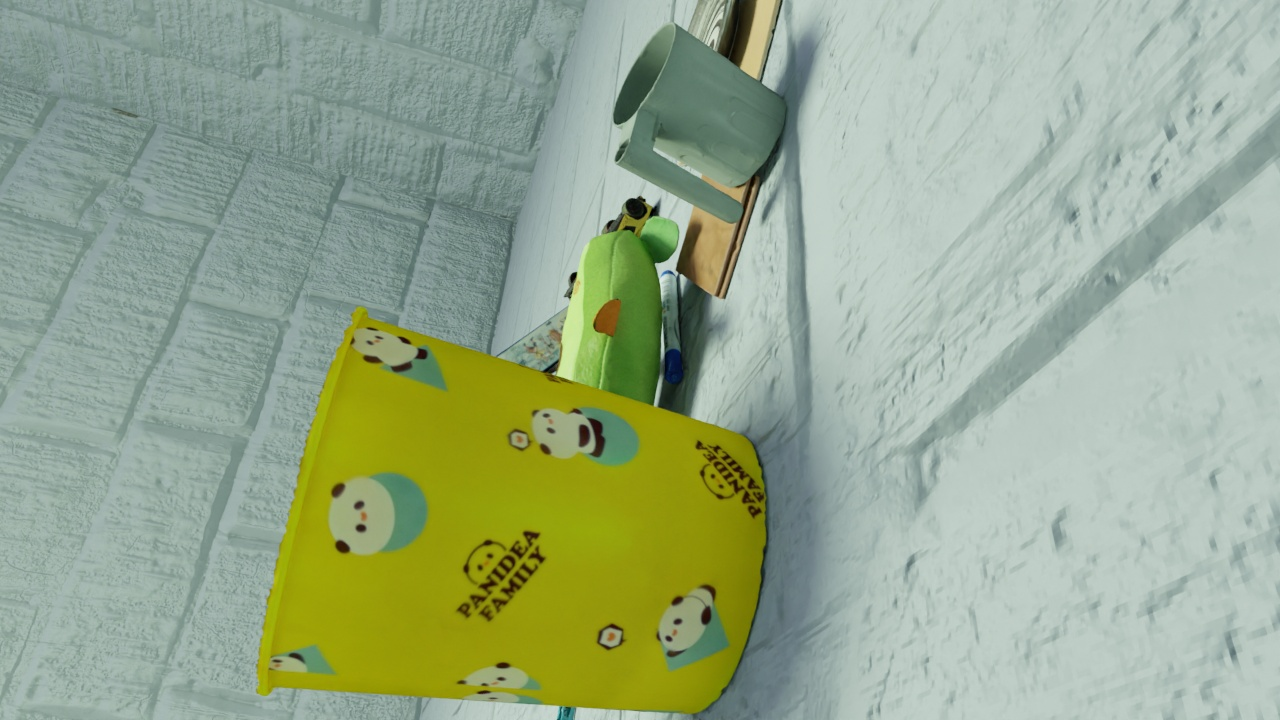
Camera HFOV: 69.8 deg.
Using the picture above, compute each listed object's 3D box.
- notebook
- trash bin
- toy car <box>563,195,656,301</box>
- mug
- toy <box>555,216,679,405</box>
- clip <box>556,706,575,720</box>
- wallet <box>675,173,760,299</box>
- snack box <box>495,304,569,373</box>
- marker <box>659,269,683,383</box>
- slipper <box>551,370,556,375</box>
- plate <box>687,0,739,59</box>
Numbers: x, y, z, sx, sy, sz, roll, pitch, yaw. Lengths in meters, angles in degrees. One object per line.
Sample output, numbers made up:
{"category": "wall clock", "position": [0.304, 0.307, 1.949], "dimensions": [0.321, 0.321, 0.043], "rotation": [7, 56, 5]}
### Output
{"category": "notebook", "position": [0.081, -0.263, 0.851], "dimensions": [0.208, 0.008, 0.148], "rotation": [-154, 79, -77]}
{"category": "trash bin", "position": [-0.076, 0.107, 0.573], "dimensions": [0.230, 0.255, 0.229], "rotation": [-167, 91, -77]}
{"category": "toy car", "position": [-0.035, -0.121, 1.025], "dimensions": [0.155, 0.041, 0.071], "rotation": [-57, 10, -30]}
{"category": "mug", "position": [0.039, -0.168, 0.669], "dimensions": [0.084, 0.103, 0.123], "rotation": [-30, 41, 54]}
{"category": "toy", "position": [-0.026, 0.001, 0.773], "dimensions": [0.227, 0.090, 0.246], "rotation": [108, 168, -75]}
{"category": "clip", "position": [-0.069, 0.322, 0.869], "dimensions": [0.043, 0.014, 0.056], "rotation": [143, 140, -69]}
{"category": "wallet", "position": [0.062, -0.109, 0.750], "dimensions": [0.115, 0.020, 0.101], "rotation": [-127, 51, -71]}
{"category": "snack box", "position": [-0.092, -0.018, 1.020], "dimensions": [0.182, 0.046, 0.178], "rotation": [-37, 1, -19]}
{"category": "marker", "position": [0.027, -0.034, 0.822], "dimensions": [0.145, 0.017, 0.017], "rotation": [-91, 20, -49]}
{"category": "slipper", "position": [-0.104, 0.067, 1.008], "dimensions": [0.104, 0.074, 0.246], "rotation": [-35, -3, -12]}
{"category": "plate", "position": [0.064, -0.296, 0.886], "dimensions": [0.179, 0.024, 0.179], "rotation": [-168, 91, -79]}
